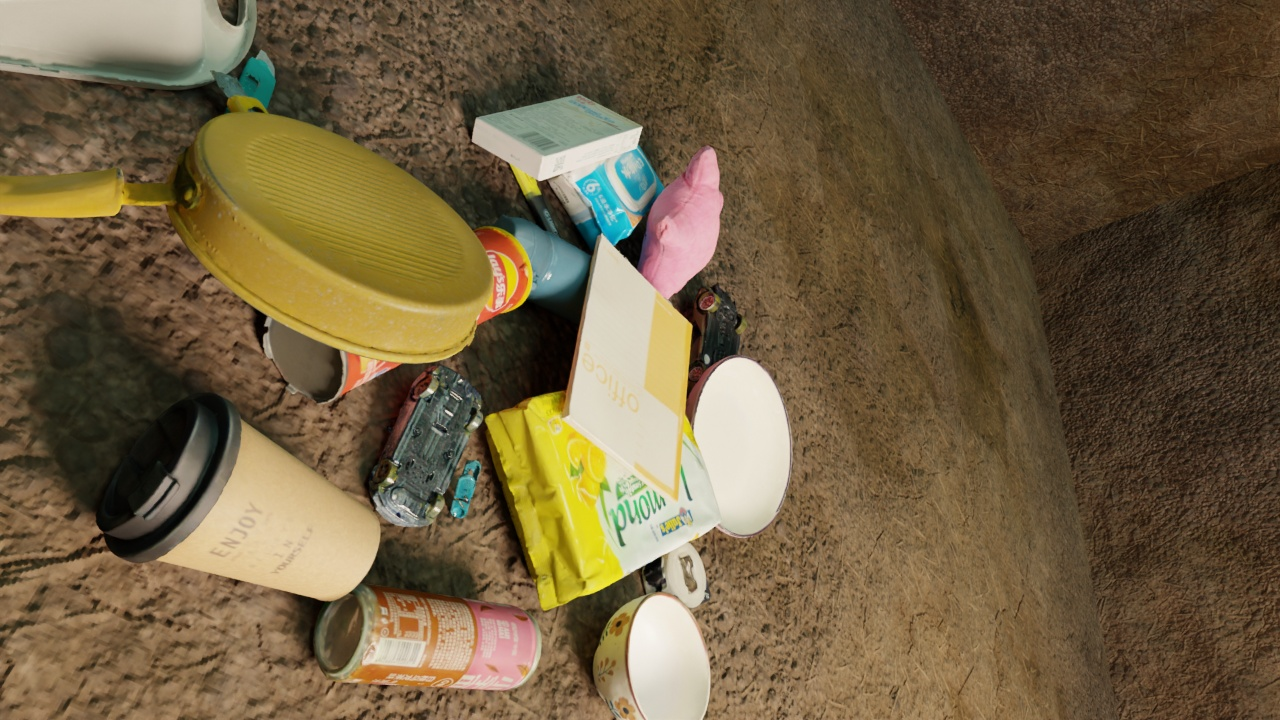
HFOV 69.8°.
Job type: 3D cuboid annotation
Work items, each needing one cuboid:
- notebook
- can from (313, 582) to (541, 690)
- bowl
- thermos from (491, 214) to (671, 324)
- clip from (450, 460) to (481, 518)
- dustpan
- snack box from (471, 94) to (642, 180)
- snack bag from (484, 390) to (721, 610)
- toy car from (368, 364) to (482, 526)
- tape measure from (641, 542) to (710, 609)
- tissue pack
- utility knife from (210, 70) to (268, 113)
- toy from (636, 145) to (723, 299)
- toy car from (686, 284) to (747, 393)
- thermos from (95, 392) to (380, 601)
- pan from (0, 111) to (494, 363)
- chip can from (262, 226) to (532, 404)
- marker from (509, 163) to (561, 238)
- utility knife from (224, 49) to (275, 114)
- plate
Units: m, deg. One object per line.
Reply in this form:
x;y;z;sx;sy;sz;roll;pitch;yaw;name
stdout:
-0.005;0.005;0.804;0.146;0.010;0.205;42;39;-34;notebook
-0.133;0.180;0.592;0.147;0.058;0.057;27;51;-47;can
0.002;0.251;0.749;0.113;0.062;0.113;30;50;-43;bowl
-0.056;-0.065;0.843;0.220;0.070;0.070;25;53;-48;thermos
-0.127;0.093;0.663;0.014;0.057;0.046;18;48;-5;clip
-0.365;-0.264;0.551;0.257;0.143;0.222;-14;83;-28;dustpan
-0.076;-0.215;0.870;0.085;0.027;0.156;32;36;20;snack box
-0.028;0.099;0.786;0.245;0.068;0.158;-11;80;-56;snack bag
-0.154;0.060;0.654;0.054;0.037;0.120;43;51;-36;toy car
0.032;0.201;0.849;0.065;0.034;0.066;-7;79;-59;tape measure
-0.031;-0.179;0.945;0.090;0.063;0.139;58;34;-17;tissue pack
-0.239;-0.123;0.635;0.173;0.015;0.033;61;24;-23;utility knife
0.038;-0.126;0.957;0.178;0.074;0.194;-64;170;-3;toy
0.080;-0.011;1.032;0.070;0.042;0.157;35;56;-43;toy car
-0.216;0.082;0.505;0.143;0.093;0.092;44;39;-45;thermos
-0.247;-0.081;0.514;0.356;0.078;0.197;16;30;-43;pan
-0.164;-0.040;0.661;0.216;0.073;0.073;-36;102;-57;chip can
-0.095;-0.145;0.876;0.018;0.015;0.124;-38;106;-53;marker
-0.273;-0.154;0.619;0.029;0.013;0.160;42;41;-44;utility knife
0.097;0.091;0.979;0.192;0.039;0.192;9;78;-50;plate
